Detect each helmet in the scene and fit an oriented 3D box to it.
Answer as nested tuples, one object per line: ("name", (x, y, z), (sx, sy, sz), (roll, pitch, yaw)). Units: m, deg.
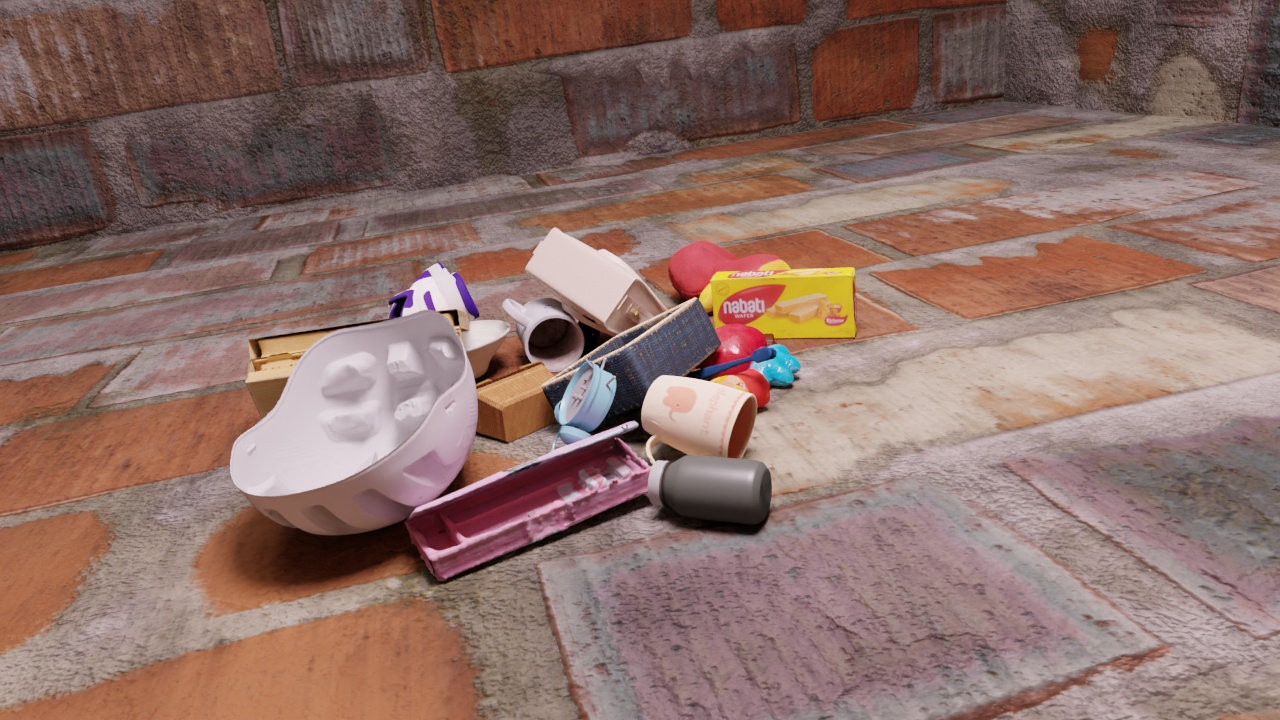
("helmet", (-0.274, 0.070, 0.921), (0.224, 0.184, 0.282), (-19, 14, 8))

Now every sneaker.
("sneaker", (-0.309, -0.074, 1.314), (0.111, 0.092, 0.244), (-29, 16, -14))

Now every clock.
("clock", (-0.068, 0.055, 0.981), (0.042, 0.123, 0.087), (26, 15, -20))

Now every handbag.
("handbag", (-0.040, -0.086, 1.319), (0.195, 0.101, 0.197), (35, 0, 35))

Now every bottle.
("bottle", (0.065, 0.120, 0.861), (0.109, 0.060, 0.060), (2, 23, 23))
("bottle", (0.087, 0.048, 1.059), (0.134, 0.048, 0.071), (-18, 19, -26))

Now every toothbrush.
("toothbrush", (0.085, 0.014, 1.098), (0.017, 0.016, 0.190), (-1, -14, -45))

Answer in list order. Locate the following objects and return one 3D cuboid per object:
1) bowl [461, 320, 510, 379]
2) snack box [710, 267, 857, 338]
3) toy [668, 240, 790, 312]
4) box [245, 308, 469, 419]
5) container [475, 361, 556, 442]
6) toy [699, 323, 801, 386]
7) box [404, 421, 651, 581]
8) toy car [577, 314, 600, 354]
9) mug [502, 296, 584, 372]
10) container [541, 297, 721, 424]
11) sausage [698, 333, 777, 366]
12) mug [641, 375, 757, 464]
("bowl", (-0.263, -0.005, 1.288), (0.177, 0.058, 0.176), (-9, 17, 3))
("snack box", (0.202, -0.080, 1.298), (0.201, 0.092, 0.042), (0, 22, 18))
("toy", (0.137, -0.133, 1.463), (0.216, 0.099, 0.147), (18, 24, 39))
("box", (-0.334, 0.006, 1.120), (0.248, 0.142, 0.179), (-9, 59, -5))
("container", (-0.145, 0.053, 1.110), (0.113, 0.063, 0.061), (-23, 33, -36))
("toy", (0.137, -0.002, 1.166), (0.133, 0.062, 0.092), (21, 57, 19))
("box", (-0.109, 0.117, 0.879), (0.232, 0.080, 0.099), (-20, 26, -21))
("toy car", (-0.078, -0.037, 1.351), (0.036, 0.042, 0.091), (15, 17, -15))
("mug", (-0.144, -0.048, 1.300), (0.119, 0.083, 0.096), (33, 7, -23))
("container", (-0.007, 0.006, 1.099), (0.146, 0.071, 0.186), (-24, 7, 36))
("sausage", (0.107, -0.013, 1.231), (0.156, 0.040, 0.040), (-3, 21, 10))
("mug", (0.053, 0.072, 0.955), (0.104, 0.085, 0.111), (19, 70, 23))
